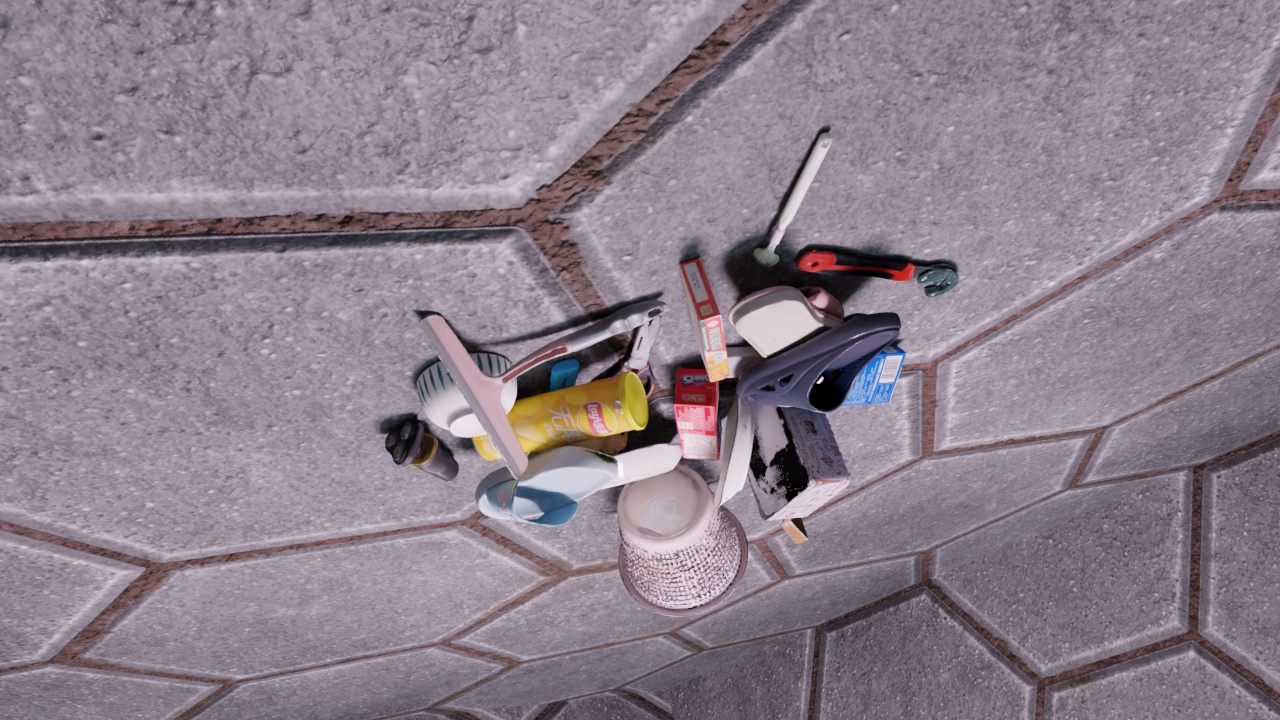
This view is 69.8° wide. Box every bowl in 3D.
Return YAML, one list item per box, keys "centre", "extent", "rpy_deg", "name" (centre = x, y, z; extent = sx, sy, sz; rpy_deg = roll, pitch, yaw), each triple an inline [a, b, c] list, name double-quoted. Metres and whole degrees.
- centre: [-0.199, 0.048, 1.072]
  extent: [0.116, 0.066, 0.117]
  rpy_deg: [-13, 152, -7]
  name: "bowl"

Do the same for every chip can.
- centre: [-0.100, 0.070, 1.124]
  extent: [0.214, 0.072, 0.072]
  rpy_deg: [-14, 155, 20]
  name: "chip can"

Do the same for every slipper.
- centre: [0.175, -0.052, 1.097]
  extent: [0.114, 0.054, 0.274]
  rpy_deg: [-23, 162, 22]
  name: "slipper"
- centre: [-0.118, 0.171, 1.165]
  extent: [0.104, 0.074, 0.246]
  rpy_deg: [24, 146, -33]
  name: "slipper"
- centre: [0.220, 0.022, 1.147]
  extent: [0.110, 0.083, 0.269]
  rpy_deg: [-6, 162, -35]
  name: "slipper"

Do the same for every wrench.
- centre: [0.294, -0.108, 1.104]
  extent: [0.272, 0.016, 0.056]
  rpy_deg: [4, 146, -35]
  name: "wrench"

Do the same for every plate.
- centre: [-0.024, 0.157, 1.317]
  extent: [0.162, 0.034, 0.265]
  rpy_deg: [-17, 171, 13]
  name: "plate"
- centre: [0.135, 0.125, 1.296]
  extent: [0.034, 0.164, 0.164]
  rpy_deg: [10, 152, 3]
  name: "plate"

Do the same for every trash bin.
- centre: [0.054, 0.278, 1.509]
  extent: [0.227, 0.227, 0.192]
  rpy_deg: [-17, 140, 2]
  name: "trash bin"

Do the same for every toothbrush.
- centre: [0.154, -0.160, 0.929]
  extent: [0.029, 0.020, 0.190]
  rpy_deg: [21, 146, 0]
  name: "toothbrush"

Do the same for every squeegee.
- centre: [-0.084, -0.012, 1.035]
  extent: [0.249, 0.040, 0.248]
  rpy_deg: [-27, 126, -4]
  name: "squeegee"

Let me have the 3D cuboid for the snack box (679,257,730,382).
- centre: [0.074, -0.042, 1.039]
  extent: [0.027, 0.077, 0.156]
  rpy_deg: [-17, 153, 1]
  name: "snack box"

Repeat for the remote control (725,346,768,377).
- centre: [0.161, 0.000, 1.228]
  extent: [0.135, 0.019, 0.056]
  rpy_deg: [-3, 150, -23]
  name: "remote control"

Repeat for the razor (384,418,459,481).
- centre: [-0.280, 0.125, 1.199]
  extent: [0.068, 0.062, 0.167]
  rpy_deg: [11, 162, 13]
  name: "razor"

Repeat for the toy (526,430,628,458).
- centre: [-0.083, 0.111, 1.238]
  extent: [0.157, 0.066, 0.105]
  rpy_deg: [-16, 151, -33]
  name: "toy"

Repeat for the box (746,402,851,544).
- centre: [0.212, 0.159, 1.381]
  extent: [0.125, 0.178, 0.274]
  rpy_deg: [-12, 152, -9]
  name: "box"

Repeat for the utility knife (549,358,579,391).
- centre: [-0.105, 0.057, 1.194]
  extent: [0.034, 0.018, 0.217]
  rpy_deg: [-9, 153, -14]
  name: "utility knife"

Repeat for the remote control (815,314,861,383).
- centre: [0.266, 0.000, 1.228]
  extent: [0.053, 0.024, 0.137]
  rpy_deg: [12, 119, -33]
  name: "remote control"

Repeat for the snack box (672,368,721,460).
- centre: [0.080, 0.079, 1.272]
  extent: [0.058, 0.057, 0.208]
  rpy_deg: [3, 154, 8]
  name: "snack box"

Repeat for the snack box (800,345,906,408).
- centre: [0.296, 0.023, 1.297]
  extent: [0.157, 0.026, 0.085]
  rpy_deg: [-2, 120, -25]
  name: "snack box"

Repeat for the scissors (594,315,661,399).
- centre: [-0.019, 0.008, 1.149]
  extent: [0.197, 0.015, 0.205]
  rpy_deg: [-25, 151, 18]
  name: "scissors"
